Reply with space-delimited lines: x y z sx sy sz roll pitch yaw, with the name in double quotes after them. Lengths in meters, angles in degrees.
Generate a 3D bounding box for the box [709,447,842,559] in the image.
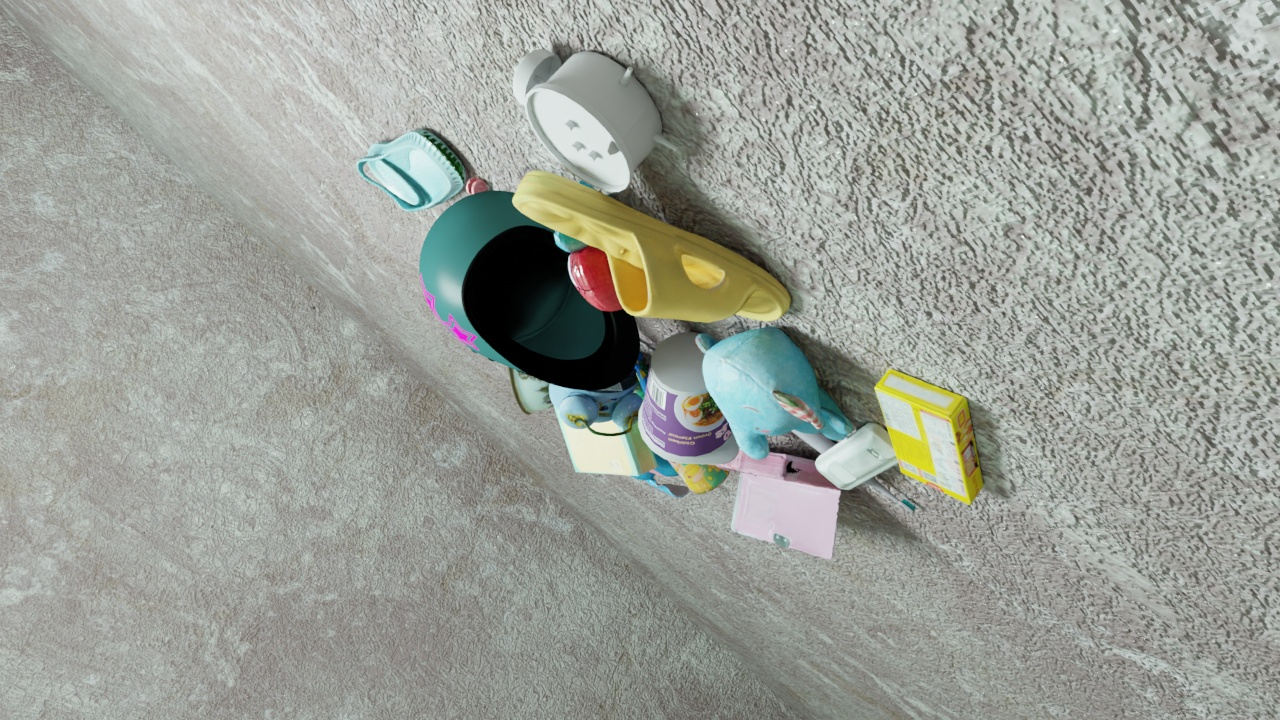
0.148 0.173 1.157 0.106 0.115 0.233 17 173 -25 "box"

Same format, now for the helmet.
-0.118 -0.071 1.021 0.274 0.176 0.200 39 179 -28 "helmet"

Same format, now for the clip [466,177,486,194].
-0.193 -0.200 1.116 0.045 0.023 0.060 15 156 52 "clip"

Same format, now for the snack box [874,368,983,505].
0.263 0.071 0.828 0.075 0.025 0.152 26 158 39 "snack box"

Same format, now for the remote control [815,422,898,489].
0.227 0.105 0.960 0.050 0.022 0.134 39 153 3 "remote control"

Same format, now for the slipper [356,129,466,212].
-0.301 -0.233 1.180 0.116 0.069 0.277 43 163 -24 "slipper"

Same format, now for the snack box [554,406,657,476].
-0.061 0.097 1.355 0.194 0.044 0.141 -8 102 59 "snack box"

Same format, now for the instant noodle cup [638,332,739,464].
0.060 0.040 1.048 0.137 0.121 0.122 41 157 27 "instant noodle cup"

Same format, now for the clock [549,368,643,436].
-0.058 0.038 1.172 0.162 0.118 0.060 -116 34 -49 "clock"

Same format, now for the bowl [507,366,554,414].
-0.125 -0.007 1.302 0.094 0.159 0.160 -7 151 7 "bowl"

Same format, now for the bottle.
0.043 0.090 1.274 0.210 0.068 0.068 53 160 -19 "bottle"

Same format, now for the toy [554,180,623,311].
-0.041 -0.107 0.887 0.062 0.092 0.133 -12 118 31 "toy"

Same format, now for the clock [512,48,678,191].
-0.050 -0.194 0.747 0.159 0.061 0.120 19 154 47 "clock"

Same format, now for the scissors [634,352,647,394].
-0.013 0.002 1.156 0.123 0.016 0.125 40 -159 -54 "scissors"

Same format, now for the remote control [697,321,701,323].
0.033 -0.088 0.928 0.058 0.013 0.133 31 161 28 "remote control"

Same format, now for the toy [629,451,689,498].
0.007 0.134 1.414 0.224 0.098 0.192 55 156 -9 "toy"

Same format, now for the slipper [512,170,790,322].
0.004 -0.080 0.816 0.263 0.078 0.100 25 171 -13 "slipper"

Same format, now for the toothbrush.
0.226 0.110 1.021 0.188 0.019 0.018 37 179 8 "toothbrush"

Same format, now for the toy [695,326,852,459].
0.132 0.042 0.912 0.180 0.115 0.183 38 178 -39 "toy"
